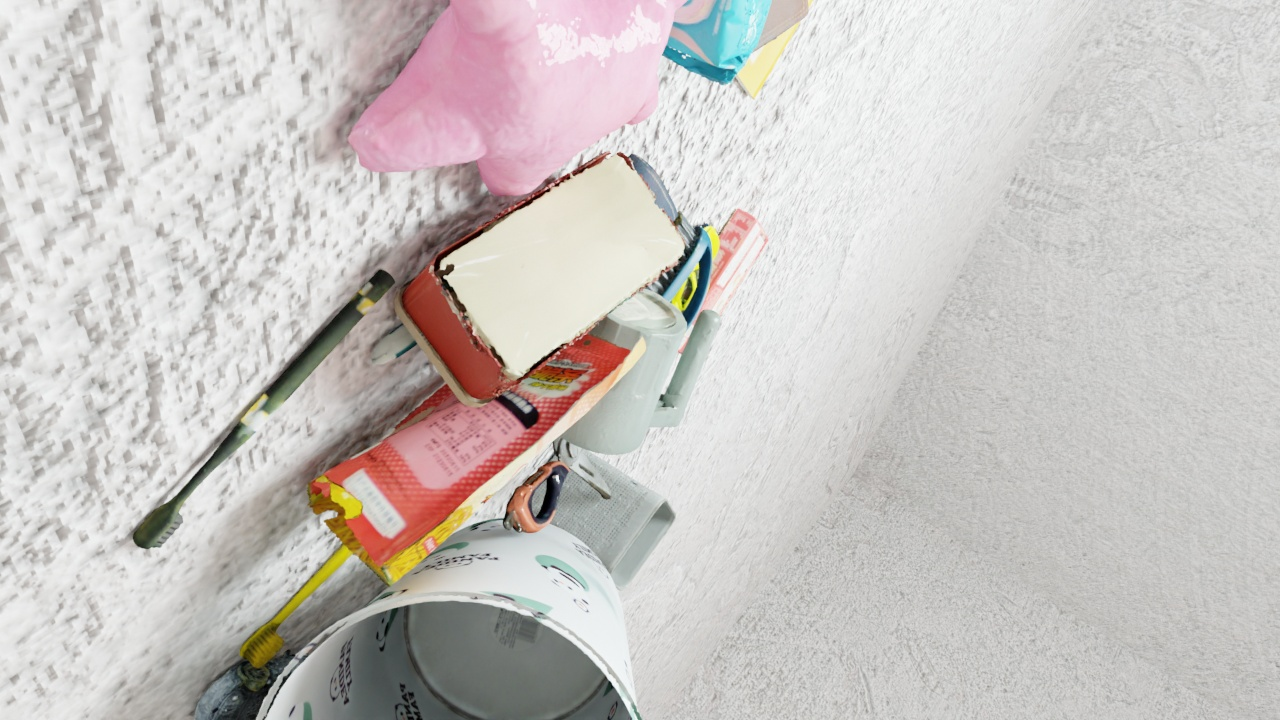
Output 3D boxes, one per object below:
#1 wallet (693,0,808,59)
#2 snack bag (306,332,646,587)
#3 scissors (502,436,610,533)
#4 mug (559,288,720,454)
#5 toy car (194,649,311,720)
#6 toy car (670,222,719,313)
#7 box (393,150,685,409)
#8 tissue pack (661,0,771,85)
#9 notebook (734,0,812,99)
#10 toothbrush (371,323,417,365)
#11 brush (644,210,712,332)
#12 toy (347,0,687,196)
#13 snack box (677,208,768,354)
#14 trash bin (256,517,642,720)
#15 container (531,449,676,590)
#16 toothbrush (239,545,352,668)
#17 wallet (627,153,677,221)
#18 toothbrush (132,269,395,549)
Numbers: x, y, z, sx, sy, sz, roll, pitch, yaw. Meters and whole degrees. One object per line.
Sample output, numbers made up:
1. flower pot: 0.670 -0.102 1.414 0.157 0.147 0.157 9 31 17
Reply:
1. wallet: 0.062 -0.257 0.577 0.101 0.032 0.125 -42 136 -27
2. snack bag: -0.103 0.040 0.575 0.207 0.129 0.073 -41 125 -27
3. scissors: -0.068 0.070 0.727 0.225 0.015 0.189 -64 141 -60
4. mug: -0.004 0.004 0.684 0.123 0.083 0.104 0 123 -35
5. toy car: -0.249 0.229 0.633 0.054 0.037 0.120 -59 151 6
6. toy car: 0.048 -0.078 0.859 0.048 0.032 0.105 -22 139 -57
7. box: -0.050 -0.053 0.548 0.167 0.091 0.078 -40 -171 -37
8. tissue pack: 0.030 -0.228 0.498 0.050 0.093 0.134 -42 155 -45
9. notebook: 0.122 -0.314 0.700 0.206 0.010 0.145 -60 160 8
10. toothbrush: -0.098 -0.052 0.586 0.191 0.016 0.018 -43 167 -33
11. brush: 0.011 -0.048 0.747 0.143 0.073 0.055 -53 -160 -7
12. toy: -0.058 -0.137 0.466 0.194 0.074 0.179 -25 161 -34
13. snack box: 0.075 -0.075 0.932 0.153 0.025 0.075 -57 161 2
14. trash bin: -0.106 0.228 0.631 0.229 0.229 0.252 -59 -177 5
15. container: -0.041 0.143 0.865 0.090 0.114 0.090 -52 160 -12
16. toothbrush: -0.196 0.131 0.631 0.189 0.016 0.016 -48 159 -23
17. wallet: -0.022 -0.087 0.684 0.115 0.033 0.090 -54 157 -4
18. toothbrush: -0.194 0.023 0.483 0.185 0.012 0.017 -52 165 -14
